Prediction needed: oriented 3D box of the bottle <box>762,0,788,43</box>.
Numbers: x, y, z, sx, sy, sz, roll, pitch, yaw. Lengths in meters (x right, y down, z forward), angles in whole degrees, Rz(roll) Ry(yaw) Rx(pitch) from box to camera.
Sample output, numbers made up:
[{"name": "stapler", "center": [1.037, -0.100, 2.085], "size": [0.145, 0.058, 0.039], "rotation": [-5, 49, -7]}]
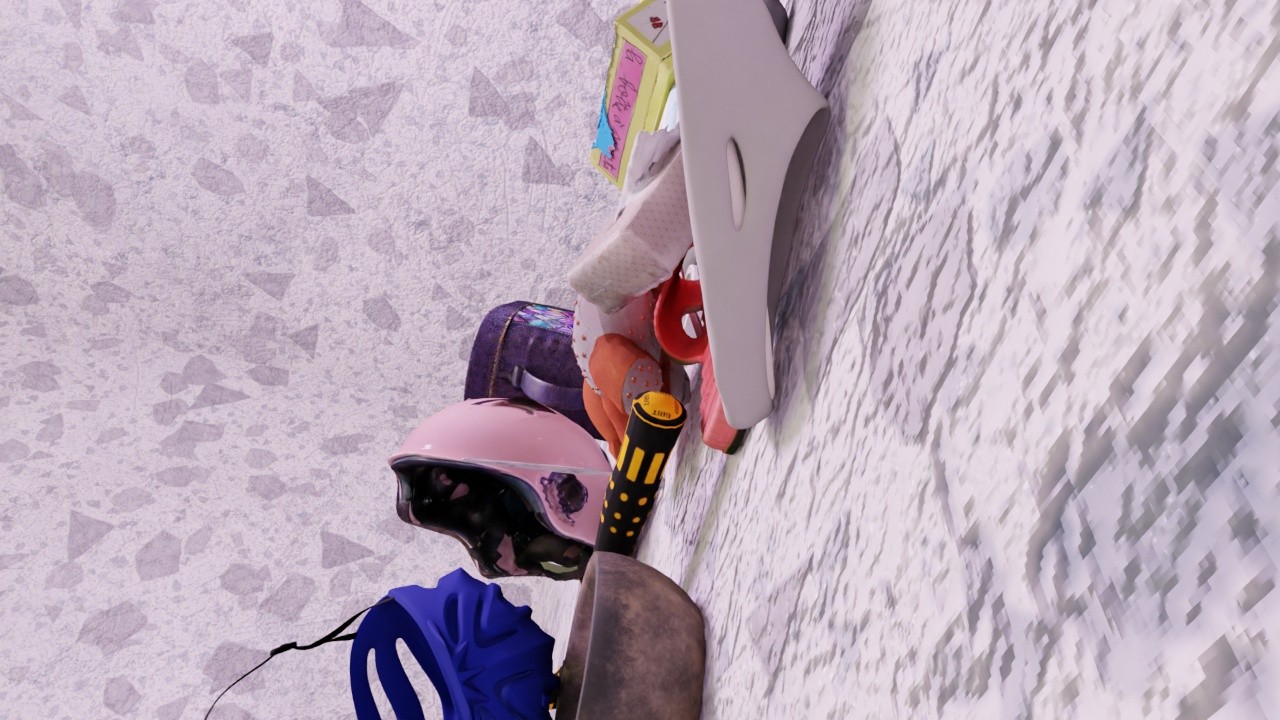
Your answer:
[{"name": "bottle", "center": [0.092, -0.239, 0.677], "size": [0.030, 0.030, 0.113], "rotation": [145, 136, -82]}]

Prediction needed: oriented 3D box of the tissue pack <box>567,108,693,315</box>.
[{"name": "tissue pack", "center": [0.022, -0.124, 0.617], "size": [0.181, 0.071, 0.104], "rotation": [-53, 10, -28]}]

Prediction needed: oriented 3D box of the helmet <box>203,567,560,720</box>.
[{"name": "helmet", "center": [-0.163, 0.229, 0.592], "size": [0.147, 0.227, 0.242], "rotation": [65, 151, 15]}]

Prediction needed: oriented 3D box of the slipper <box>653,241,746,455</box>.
[{"name": "slipper", "center": [0.042, -0.042, 0.630], "size": [0.248, 0.059, 0.104], "rotation": [-87, 10, -51]}]

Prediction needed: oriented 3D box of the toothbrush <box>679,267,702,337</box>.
[{"name": "toothbrush", "center": [0.029, -0.080, 0.759], "size": [0.015, 0.015, 0.184], "rotation": [123, 137, -53]}]

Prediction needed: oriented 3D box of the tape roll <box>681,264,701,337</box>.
[{"name": "tape roll", "center": [0.043, -0.043, 0.849], "size": [0.093, 0.013, 0.093], "rotation": [-171, 92, -84]}]

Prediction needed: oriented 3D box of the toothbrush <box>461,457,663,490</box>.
[{"name": "toothbrush", "center": [-0.069, 0.101, 0.821], "size": [0.010, 0.181, 0.010], "rotation": [100, 174, -48]}]

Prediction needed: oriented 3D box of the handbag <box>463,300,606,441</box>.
[{"name": "handbag", "center": [-0.082, 0.016, 1.053], "size": [0.221, 0.205, 0.125], "rotation": [-75, -3, -78]}]

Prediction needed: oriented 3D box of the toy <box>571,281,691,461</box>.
[{"name": "toy", "center": [-0.004, 0.004, 0.738], "size": [0.173, 0.093, 0.163], "rotation": [88, -177, -55]}]

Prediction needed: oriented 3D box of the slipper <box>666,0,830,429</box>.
[{"name": "slipper", "center": [0.066, -0.098, 0.499], "size": [0.113, 0.081, 0.265], "rotation": [47, -143, -72]}]

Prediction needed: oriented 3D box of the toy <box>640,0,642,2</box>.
[{"name": "toy", "center": [0.061, -0.380, 1.001], "size": [0.087, 0.134, 0.194], "rotation": [55, 155, 11]}]

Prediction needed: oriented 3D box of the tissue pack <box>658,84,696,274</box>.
[{"name": "tissue pack", "center": [0.039, -0.167, 0.867], "size": [0.182, 0.070, 0.111], "rotation": [110, 170, -46]}]

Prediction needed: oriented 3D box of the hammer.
[{"name": "hammer", "center": [-0.024, 0.152, 0.668], "size": [0.036, 0.123, 0.321], "rotation": [50, 135, 39]}]

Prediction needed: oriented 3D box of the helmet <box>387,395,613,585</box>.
[{"name": "helmet", "center": [-0.127, 0.124, 0.943], "size": [0.231, 0.255, 0.152], "rotation": [-10, 47, 46]}]

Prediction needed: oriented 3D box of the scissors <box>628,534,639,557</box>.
[{"name": "scissors", "center": [-0.013, 0.195, 0.907], "size": [0.229, 0.016, 0.133], "rotation": [109, 172, -55]}]

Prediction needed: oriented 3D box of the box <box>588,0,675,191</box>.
[{"name": "box", "center": [0.024, -0.275, 0.953], "size": [0.124, 0.082, 0.221], "rotation": [-41, -14, -26]}]

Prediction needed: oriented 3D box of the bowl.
[{"name": "bowl", "center": [-0.009, 0.204, 0.569], "size": [0.162, 0.070, 0.162], "rotation": [-171, 92, -84]}]
